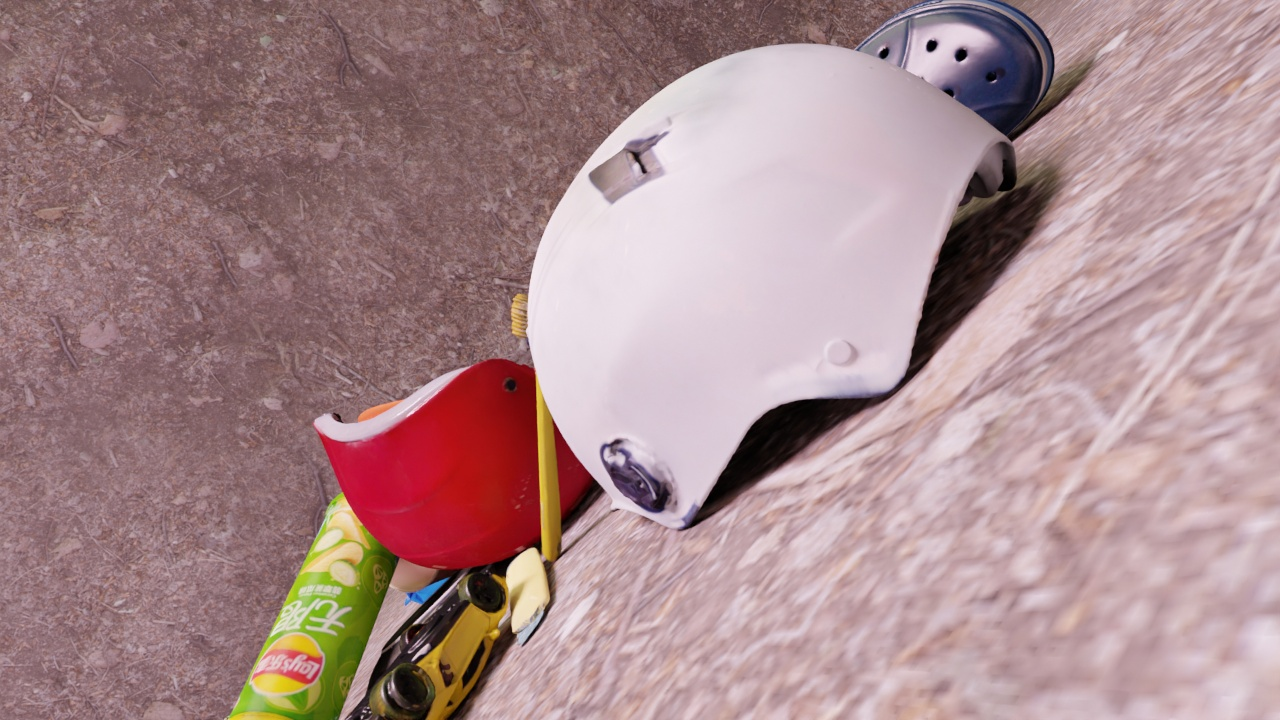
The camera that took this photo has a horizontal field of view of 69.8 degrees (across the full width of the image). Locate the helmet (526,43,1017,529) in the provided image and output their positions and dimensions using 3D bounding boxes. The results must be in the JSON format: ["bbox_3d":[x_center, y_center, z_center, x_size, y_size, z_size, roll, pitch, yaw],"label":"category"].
[{"bbox_3d":[0.033,-0.047,0.437,0.228,0.146,0.259,-46,3,-37],"label":"helmet"}]

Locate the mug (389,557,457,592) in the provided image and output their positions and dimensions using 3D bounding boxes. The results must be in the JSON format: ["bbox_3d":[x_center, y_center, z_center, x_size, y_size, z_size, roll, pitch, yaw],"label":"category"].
[{"bbox_3d":[-0.166,0.149,0.819,0.115,0.081,0.105,-16,-3,28],"label":"mug"}]

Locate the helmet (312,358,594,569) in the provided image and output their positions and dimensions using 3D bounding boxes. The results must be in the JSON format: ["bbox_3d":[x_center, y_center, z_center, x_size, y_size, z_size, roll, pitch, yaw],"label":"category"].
[{"bbox_3d":[-0.116,0.078,0.708,0.207,0.144,0.239,-19,-2,27],"label":"helmet"}]

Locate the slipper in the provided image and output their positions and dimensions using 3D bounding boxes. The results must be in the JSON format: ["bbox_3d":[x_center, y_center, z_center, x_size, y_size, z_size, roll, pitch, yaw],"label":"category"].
[{"bbox_3d":[0.131,-0.123,0.578,0.254,0.105,0.095,-44,-5,37],"label":"slipper"}]

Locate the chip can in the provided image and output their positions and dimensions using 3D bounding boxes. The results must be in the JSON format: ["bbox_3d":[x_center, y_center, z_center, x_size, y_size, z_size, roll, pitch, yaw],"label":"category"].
[{"bbox_3d":[-0.232,0.192,0.682,0.073,0.072,0.220,-42,24,31],"label":"chip can"}]

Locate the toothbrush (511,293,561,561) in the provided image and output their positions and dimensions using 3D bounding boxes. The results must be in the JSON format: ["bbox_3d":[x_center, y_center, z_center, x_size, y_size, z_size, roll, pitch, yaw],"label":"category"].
[{"bbox_3d":[-0.058,0.045,0.527,0.015,0.017,0.190,-53,-30,-48],"label":"toothbrush"}]

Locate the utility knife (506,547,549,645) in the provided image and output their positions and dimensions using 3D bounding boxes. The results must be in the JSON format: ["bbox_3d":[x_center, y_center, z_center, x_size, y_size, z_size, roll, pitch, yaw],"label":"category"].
[{"bbox_3d":[-0.068,0.131,0.530,0.031,0.018,0.167,-48,2,-6],"label":"utility knife"}]

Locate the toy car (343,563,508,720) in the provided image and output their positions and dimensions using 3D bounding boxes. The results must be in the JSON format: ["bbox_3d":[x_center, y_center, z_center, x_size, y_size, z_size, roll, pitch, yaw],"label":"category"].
[{"bbox_3d":[-0.108,0.157,0.459,0.071,0.041,0.155,-42,5,23],"label":"toy car"}]

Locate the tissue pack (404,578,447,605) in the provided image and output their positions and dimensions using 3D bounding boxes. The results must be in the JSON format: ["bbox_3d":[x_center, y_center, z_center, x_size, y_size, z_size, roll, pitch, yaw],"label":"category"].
[{"bbox_3d":[-0.190,0.186,0.967,0.157,0.052,0.094,-50,4,15],"label":"tissue pack"}]

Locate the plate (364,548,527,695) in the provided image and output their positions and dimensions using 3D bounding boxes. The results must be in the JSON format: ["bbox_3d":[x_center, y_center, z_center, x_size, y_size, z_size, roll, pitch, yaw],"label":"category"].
[{"bbox_3d":[-0.158,0.198,0.736,0.179,0.024,0.179,-43,4,3],"label":"plate"}]
